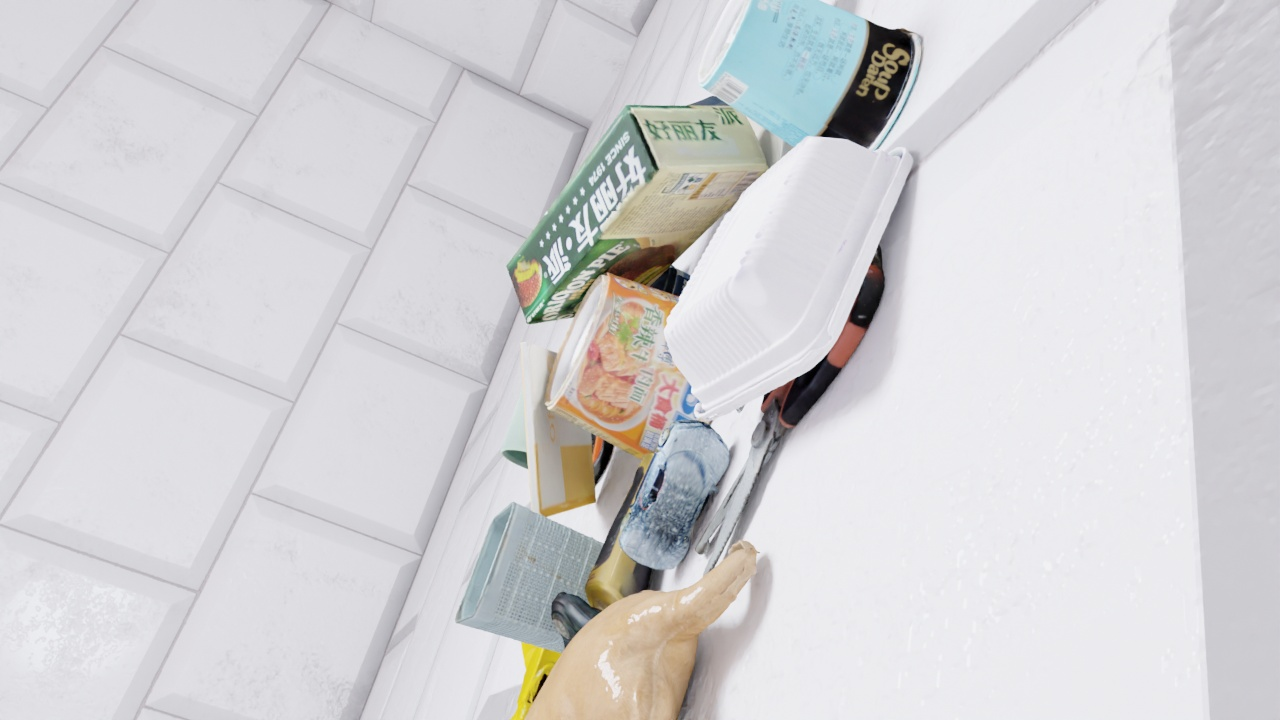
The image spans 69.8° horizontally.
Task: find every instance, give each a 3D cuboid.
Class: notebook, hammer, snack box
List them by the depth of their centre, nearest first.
[{"bbox_3d":[-0.011,-0.114,0.760,0.241,0.114,0.063,-41,66,51],"label":"snack box"},{"bbox_3d":[-0.071,0.064,0.835,0.206,0.010,0.146,28,-123,-79],"label":"notebook"},{"bbox_3d":[-0.108,0.257,0.910,0.129,0.033,0.301,-66,12,1],"label":"hammer"}]

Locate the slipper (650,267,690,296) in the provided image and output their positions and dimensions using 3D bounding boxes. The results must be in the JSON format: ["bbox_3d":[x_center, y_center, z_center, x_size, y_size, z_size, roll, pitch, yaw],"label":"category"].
[{"bbox_3d":[-0.022,-0.035,0.951,0.253,0.095,0.105,-26,40,66],"label":"slipper"}]

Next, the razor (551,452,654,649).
[{"bbox_3d":[-0.013,0.140,0.665,0.062,0.067,0.167,-48,16,54],"label":"razor"}]

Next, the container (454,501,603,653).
[{"bbox_3d":[-0.071,0.177,0.714,0.090,0.111,0.089,-42,26,62],"label":"container"}]

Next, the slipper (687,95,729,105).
[{"bbox_3d":[0.005,-0.193,0.871,0.268,0.083,0.110,-34,-6,3],"label":"slipper"}]

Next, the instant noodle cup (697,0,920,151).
[{"bbox_3d":[0.108,-0.200,0.625,0.111,0.120,0.111,-61,13,25],"label":"instant noodle cup"}]

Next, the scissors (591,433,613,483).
[{"bbox_3d":[-0.052,0.067,1.050,0.125,0.021,0.234,-63,13,19],"label":"scissors"}]

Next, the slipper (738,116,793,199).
[{"bbox_3d":[0.124,-0.233,0.770,0.114,0.054,0.273,126,154,-59],"label":"slipper"}]

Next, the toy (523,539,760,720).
[{"bbox_3d":[-0.011,0.191,0.526,0.226,0.082,0.143,-63,18,0],"label":"toy"}]

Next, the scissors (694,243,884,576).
[{"bbox_3d":[0.085,0.026,0.561,0.198,0.015,0.213,-50,21,52],"label":"scissors"}]

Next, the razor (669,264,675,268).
[{"bbox_3d":[0.017,-0.074,1.020,0.042,0.022,0.143,63,154,12],"label":"razor"}]

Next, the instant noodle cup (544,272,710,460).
[{"bbox_3d":[-0.004,0.004,0.749,0.152,0.111,0.151,-60,14,25],"label":"instant noodle cup"}]

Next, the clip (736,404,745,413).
[{"bbox_3d":[0.070,0.009,0.585,0.057,0.028,0.024,-57,14,24],"label":"clip"}]

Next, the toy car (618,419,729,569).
[{"bbox_3d":[0.024,0.091,0.618,0.105,0.049,0.031,-66,16,2],"label":"toy car"}]

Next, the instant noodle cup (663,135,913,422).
[{"bbox_3d":[0.078,-0.058,0.548,0.173,0.060,0.138,-59,12,-31],"label":"instant noodle cup"}]

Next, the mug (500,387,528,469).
[{"bbox_3d":[-0.103,0.070,1.033,0.112,0.082,0.106,125,162,-68],"label":"mug"}]
